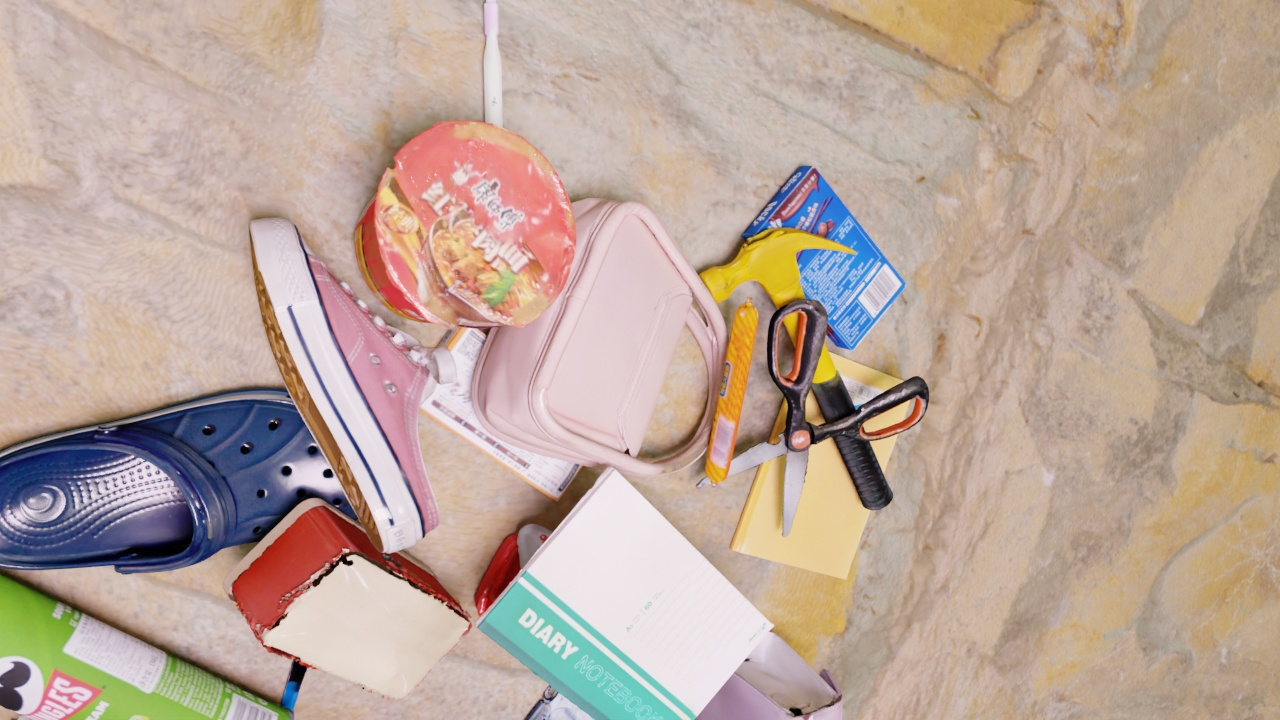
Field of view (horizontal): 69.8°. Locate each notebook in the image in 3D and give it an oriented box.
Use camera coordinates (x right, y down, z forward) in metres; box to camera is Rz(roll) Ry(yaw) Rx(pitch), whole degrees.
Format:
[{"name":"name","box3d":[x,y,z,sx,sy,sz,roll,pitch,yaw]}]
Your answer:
[{"name":"notebook","box3d":[0.178,0.101,0.881,0.145,0.010,0.206,19,91,-27]},{"name":"notebook","box3d":[-0.005,0.202,0.704,0.150,0.012,0.209,-48,115,-11]}]

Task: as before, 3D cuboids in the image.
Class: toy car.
[{"name":"toy car","box3d":[-0.080,0.324,0.787,0.049,0.031,0.105,44,79,-27]}]

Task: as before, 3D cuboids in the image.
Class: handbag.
[{"name":"handbag","box3d":[-0.004,0.004,0.727,0.234,0.093,0.193,35,69,-39]},{"name":"handbag","box3d":[0.115,0.365,0.826,0.098,0.145,0.197,-1,101,-23]}]

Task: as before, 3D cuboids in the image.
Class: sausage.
[{"name":"sausage","box3d":[0.076,0.028,0.766,0.021,0.021,0.165,5,101,-27]}]

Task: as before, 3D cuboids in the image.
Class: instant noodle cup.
[{"name":"instant noodle cup","box3d":[-0.128,-0.085,0.631,0.137,0.109,0.138,1,88,-32]}]

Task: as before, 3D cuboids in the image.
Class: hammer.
[{"name":"hammer","box3d":[0.166,0.015,0.826,0.128,0.033,0.301,-29,115,-3]}]

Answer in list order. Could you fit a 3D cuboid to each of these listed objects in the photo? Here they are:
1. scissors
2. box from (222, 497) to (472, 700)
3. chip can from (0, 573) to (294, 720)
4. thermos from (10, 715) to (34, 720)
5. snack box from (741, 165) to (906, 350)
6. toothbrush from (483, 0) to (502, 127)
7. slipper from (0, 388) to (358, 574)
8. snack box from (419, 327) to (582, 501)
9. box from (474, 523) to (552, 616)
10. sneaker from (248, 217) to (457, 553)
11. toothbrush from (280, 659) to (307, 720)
[{"name":"scissors","box3d":[0.150,0.051,0.803,0.233,0.021,0.221,-18,113,-9]},{"name":"box","box3d":[-0.194,0.177,0.637,0.091,0.077,0.168,-46,143,-10]},{"name":"chip can","box3d":[-0.351,0.219,0.611,0.236,0.072,0.072,40,81,-27]},{"name":"thermos","box3d":[-0.344,0.321,0.639,0.220,0.070,0.070,43,80,-26]},{"name":"snack box","box3d":[0.168,-0.090,0.830,0.084,0.026,0.157,-49,116,-8]},{"name":"toothbrush","box3d":[-0.107,-0.205,0.679,0.020,0.029,0.189,5,101,16]},{"name":"slipper","box3d":[-0.301,0.082,0.599,0.252,0.095,0.105,-5,104,-22]},{"name":"snack box","box3d":[-0.103,0.041,0.723,0.153,0.026,0.075,39,81,-27]},{"name":"box","box3d":[-0.026,0.211,0.753,0.201,0.100,0.095,30,85,-27]},{"name":"sneaker","box3d":[-0.183,0.006,0.610,0.087,0.119,0.241,-24,78,-29]},{"name":"toothbrush","box3d":[-0.247,0.200,0.690,0.014,0.016,0.189,17,93,-22]}]
